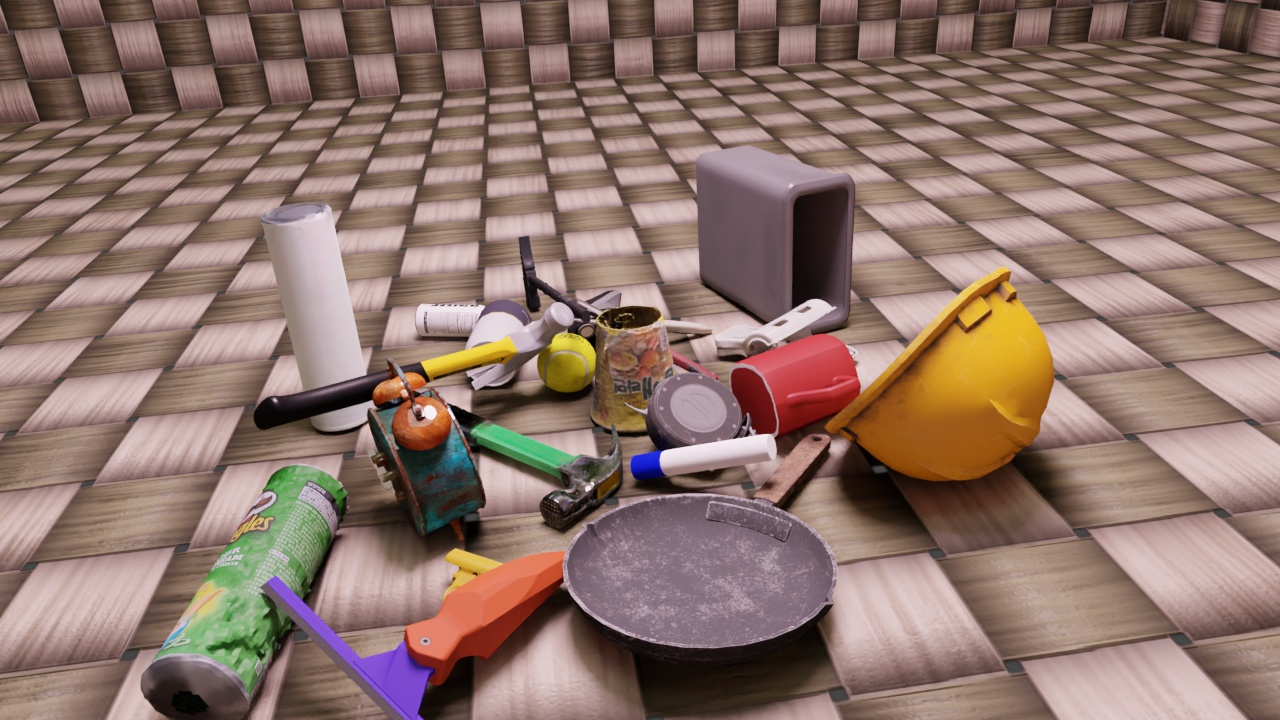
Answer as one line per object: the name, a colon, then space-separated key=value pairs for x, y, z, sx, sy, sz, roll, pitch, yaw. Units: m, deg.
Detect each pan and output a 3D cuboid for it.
pan: x=0.084 y=0.139 z=0.749 sx=0.208 sy=0.040 sz=0.355 roll=11 pitch=23 yaw=31

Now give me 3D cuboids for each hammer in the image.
hammer: x=-0.103 y=-0.085 z=1.068 sx=0.015 sy=0.095 sz=0.325 roll=-11 pitch=15 yaw=-15
hammer: x=-0.153 y=0.073 z=0.912 sx=0.319 sy=0.032 sz=0.129 roll=16 pitch=34 yaw=34
hammer: x=-0.208 y=0.012 z=0.865 sx=0.322 sy=0.029 sz=0.127 roll=-19 pitch=-15 yaw=-48

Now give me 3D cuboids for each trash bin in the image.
trash bin: x=0.162 y=-0.157 z=1.154 sx=0.097 sy=0.192 sz=0.220 roll=-14 pitch=28 yaw=-21

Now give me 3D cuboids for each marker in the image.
marker: x=0.055 y=0.087 z=0.816 sx=0.133 sy=0.023 sz=0.027 roll=-12 pitch=-18 yaw=27

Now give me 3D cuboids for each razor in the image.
razor: x=-0.054 y=-0.053 z=1.128 sx=0.060 sy=0.057 sz=0.156 roll=29 pitch=28 yaw=-8

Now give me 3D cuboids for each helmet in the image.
helmet: x=0.286 y=0.032 z=0.811 sx=0.131 sy=0.206 sz=0.254 roll=47 pitch=30 yaw=13

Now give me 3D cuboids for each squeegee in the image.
squeegee: x=-0.112 y=0.181 z=0.649 sx=0.250 sy=0.055 sz=0.184 roll=32 pitch=33 yaw=26

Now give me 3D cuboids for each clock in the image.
clock: x=0.054 y=0.061 z=0.877 sx=0.123 sy=0.044 sz=0.091 roll=42 pitch=54 yaw=17
clock: x=-0.192 y=0.073 z=0.775 sx=0.073 sy=0.158 sz=0.121 roll=-23 pitch=32 yaw=-21

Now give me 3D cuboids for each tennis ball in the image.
tennis ball: x=-0.080 y=0.003 z=1.002 sx=0.065 sy=0.065 sz=0.065 roll=-3 pitch=27 yaw=1

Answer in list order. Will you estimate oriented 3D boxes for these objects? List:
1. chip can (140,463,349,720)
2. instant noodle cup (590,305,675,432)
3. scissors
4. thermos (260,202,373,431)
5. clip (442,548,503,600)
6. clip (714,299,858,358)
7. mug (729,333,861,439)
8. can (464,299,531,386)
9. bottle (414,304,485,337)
chip can: x=-0.287 y=0.169 z=0.690 sx=0.075 sy=0.075 sz=0.222 roll=-2 pitch=28 yaw=3
instant noodle cup: x=-0.006 y=0.005 z=0.940 sx=0.102 sy=0.108 sz=0.102 roll=-4 pitch=25 yaw=2
scissors: x=0.020 y=-0.031 z=1.064 sx=0.199 sy=0.015 sz=0.178 roll=32 pitch=28 yaw=22
thermos: x=-0.325 y=-0.041 z=0.932 sx=0.068 sy=0.230 sz=0.067 roll=-4 pitch=26 yaw=2
clip: x=-0.134 y=0.172 z=0.718 sx=0.054 sy=0.046 sz=0.048 roll=12 pitch=6 yaw=25
clip: x=0.155 y=-0.028 z=1.026 sx=0.151 sy=0.110 sz=0.126 roll=30 pitch=38 yaw=31
mug: x=0.157 y=0.026 z=0.889 sx=0.096 sy=0.080 sz=0.116 roll=-19 pitch=9 yaw=-21
can: x=-0.164 y=-0.019 z=1.055 sx=0.064 sy=0.064 sz=0.127 roll=-2 pitch=27 yaw=3
bottle: x=-0.220 y=-0.050 z=1.147 sx=0.116 sy=0.041 sz=0.041 roll=1 pitch=27 yaw=9
